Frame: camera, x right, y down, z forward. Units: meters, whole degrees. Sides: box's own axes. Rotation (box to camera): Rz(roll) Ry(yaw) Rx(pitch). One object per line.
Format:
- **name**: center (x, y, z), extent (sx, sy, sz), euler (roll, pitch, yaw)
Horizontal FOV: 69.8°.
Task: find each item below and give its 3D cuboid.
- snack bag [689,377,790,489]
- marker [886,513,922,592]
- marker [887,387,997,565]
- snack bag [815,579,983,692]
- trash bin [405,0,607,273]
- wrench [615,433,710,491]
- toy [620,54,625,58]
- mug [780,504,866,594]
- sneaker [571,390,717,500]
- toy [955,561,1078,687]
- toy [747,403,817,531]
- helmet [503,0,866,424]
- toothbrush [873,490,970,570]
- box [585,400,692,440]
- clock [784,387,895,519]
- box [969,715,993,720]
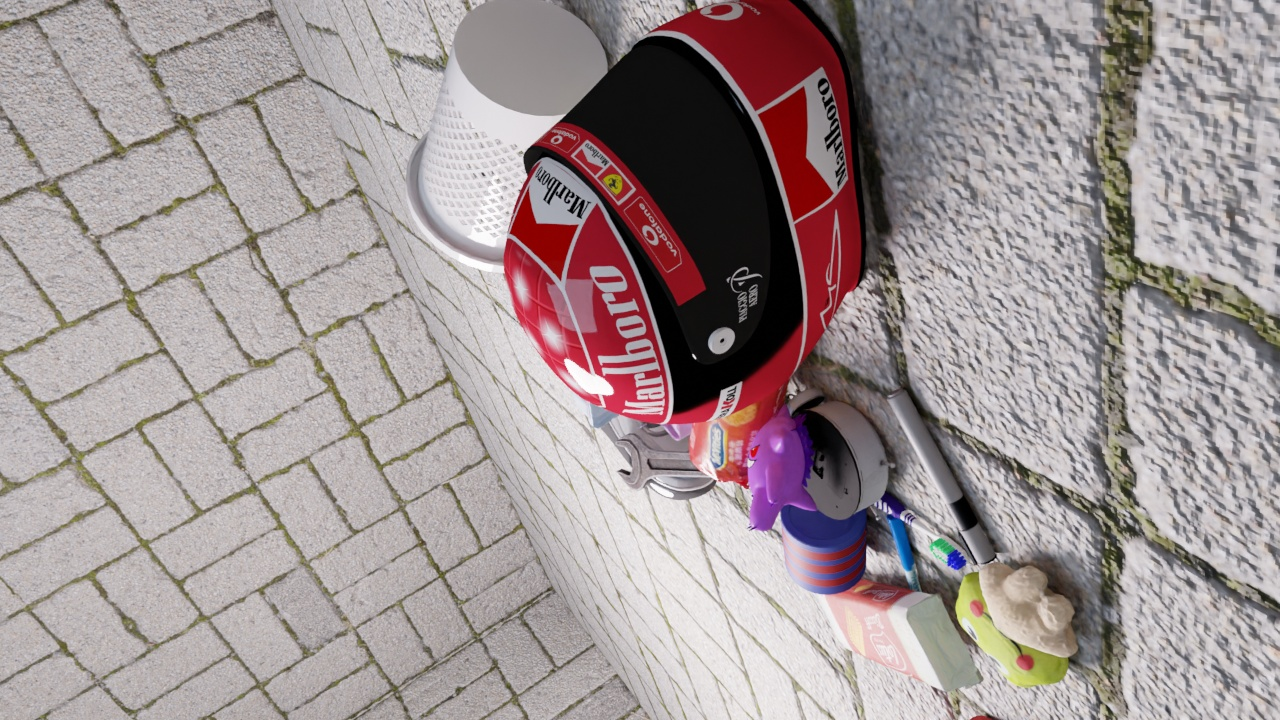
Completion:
- **snack bag**: center (0.086, 0.027, 0.790), extent (0.082, 0.082, 0.177), euler (46, 141, 38)
- **marker**: center (0.234, 0.188, 0.792), extent (0.013, 0.013, 0.142), euler (29, 145, 59)
- **marker**: center (0.218, 0.084, 0.665), extent (0.140, 0.016, 0.016), euler (61, 163, -2)
- **snack bag**: center (0.223, 0.241, 0.833), extent (0.077, 0.041, 0.225), euler (63, 170, 4)
- **trash bin**: center (-0.118, -0.218, 0.869), extent (0.195, 0.195, 0.200), euler (56, 153, 14)
- **wrench**: center (0.062, 0.113, 0.993), extent (0.274, 0.010, 0.070), euler (-5, 101, 49)
- **toy**: center (0.003, -0.203, 0.773), extent (0.094, 0.036, 0.094), euler (48, 151, 31)
- **mug**: center (0.161, 0.148, 0.843), extent (0.111, 0.075, 0.076), euler (-114, 8, -46)
- **sneaker**: center (0.004, 0.039, 1.092), extent (0.256, 0.092, 0.161), euler (45, 149, 37)
- **toy**: center (0.266, 0.183, 0.644), extent (0.092, 0.043, 0.118), euler (53, 160, 26)
- **toy**: center (0.115, 0.085, 0.743), extent (0.105, 0.056, 0.088), euler (-62, -29, -69)
- **helmet**: center (0.020, -0.078, 0.614), extent (0.197, 0.224, 0.271), euler (43, 158, 43)
- **toothbrush**: center (0.200, 0.115, 0.766), extent (0.187, 0.016, 0.015), euler (40, 150, 47)
- **box**: center (-0.007, 0.005, 0.887), extent (0.089, 0.092, 0.215), euler (52, 159, 33)
- **clock**: center (0.156, 0.074, 0.764), extent (0.122, 0.035, 0.095), euler (49, 149, 43)
- **box**: center (0.289, 0.414, 0.769), extent (0.165, 0.157, 0.152), euler (61, 165, -9)
